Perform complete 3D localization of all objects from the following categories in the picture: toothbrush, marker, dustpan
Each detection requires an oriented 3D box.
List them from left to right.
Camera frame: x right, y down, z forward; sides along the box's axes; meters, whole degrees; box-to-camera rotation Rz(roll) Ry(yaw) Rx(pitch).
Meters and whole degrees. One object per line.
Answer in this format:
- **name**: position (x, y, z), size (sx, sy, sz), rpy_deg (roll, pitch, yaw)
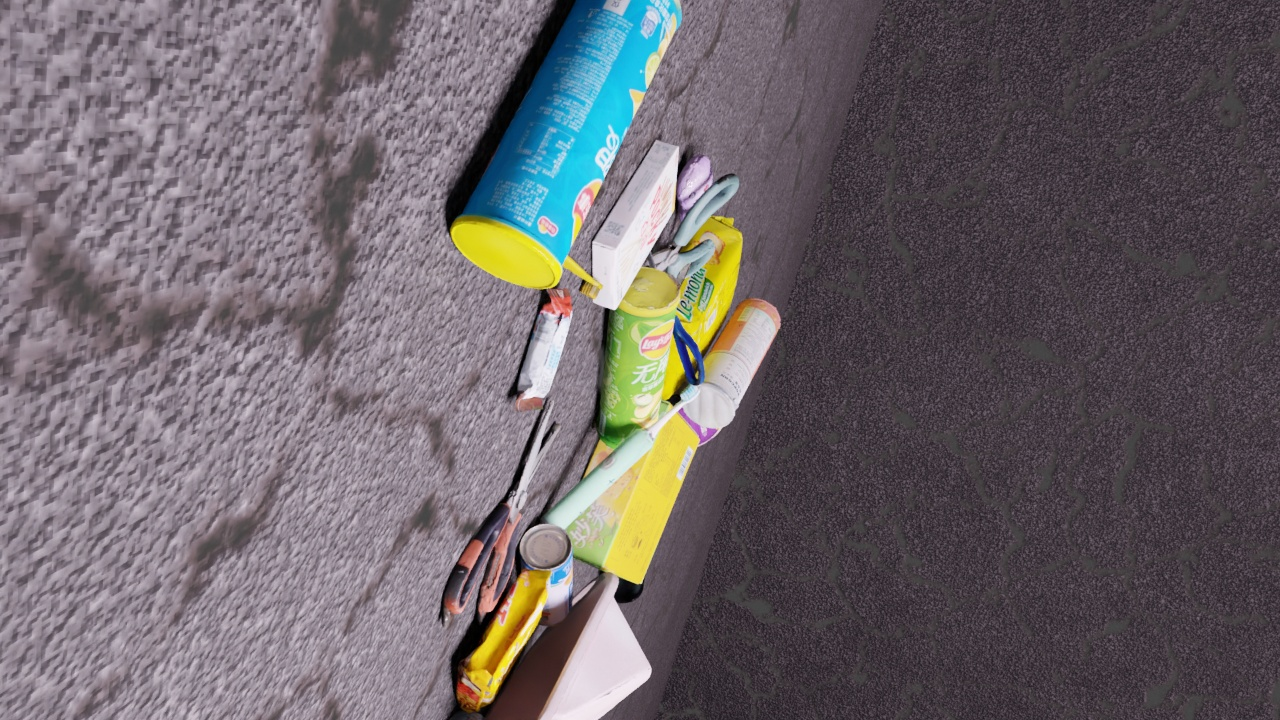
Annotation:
- **dustpan**: position (-0.115, 0.334, 0.966), size (0.223, 0.138, 0.272), rpy_deg (-46, 156, 29)
- **toothbrush**: position (-0.060, -0.075, 0.756), size (0.016, 0.016, 0.190), rpy_deg (-64, 168, -1)
- **toothbrush**: position (-0.017, 0.103, 0.979), size (0.224, 0.026, 0.027), rpy_deg (-42, 137, -11)
- **marker**: position (0.021, 0.081, 1.238), size (0.124, 0.018, 0.015), rpy_deg (-51, -152, 44)

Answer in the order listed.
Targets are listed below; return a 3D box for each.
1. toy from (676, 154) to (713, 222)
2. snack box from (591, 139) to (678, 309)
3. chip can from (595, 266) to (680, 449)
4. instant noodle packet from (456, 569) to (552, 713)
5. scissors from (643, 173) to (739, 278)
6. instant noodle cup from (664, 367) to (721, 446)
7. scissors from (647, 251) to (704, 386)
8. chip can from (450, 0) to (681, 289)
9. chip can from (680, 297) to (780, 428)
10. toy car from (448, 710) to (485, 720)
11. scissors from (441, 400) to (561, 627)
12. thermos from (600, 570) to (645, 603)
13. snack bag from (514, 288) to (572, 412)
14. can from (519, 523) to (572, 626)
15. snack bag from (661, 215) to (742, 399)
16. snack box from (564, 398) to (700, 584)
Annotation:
- **toy**: position (0.060, -0.190, 1.051), size (0.083, 0.039, 0.108), rpy_deg (-57, 165, -19)
- **snack box**: position (-0.004, -0.132, 0.886), size (0.085, 0.027, 0.156), rpy_deg (92, 22, -53)
- **chip can**: position (-0.006, 0.006, 0.981), size (0.072, 0.072, 0.222), rpy_deg (-58, 163, -45)
- **instant noodle packet**: position (-0.131, 0.266, 0.881), size (0.128, 0.044, 0.111), rpy_deg (-58, 177, -36)
- **scissors**: position (0.062, -0.148, 1.047), size (0.169, 0.019, 0.181), rpy_deg (-21, 148, -57)
- **instant noodle cup**: position (0.059, 0.051, 1.279), size (0.099, 0.112, 0.111), rpy_deg (74, 36, -53)
- **scissors**: position (0.025, -0.052, 0.979), size (0.012, 0.173, 0.163), rpy_deg (-21, -176, -26)
- **chip can**: position (-0.043, -0.151, 0.581), size (0.071, 0.071, 0.209), rpy_deg (79, 32, -67)
- **chip can**: position (0.125, -0.002, 1.225), size (0.214, 0.071, 0.071), rpy_deg (-55, 160, -47)
- **toy car**: position (-0.177, 0.368, 0.867), size (0.090, 0.043, 0.034), rpy_deg (-49, 129, -66)
- **scissors**: position (-0.122, 0.146, 0.829), size (0.188, 0.015, 0.227), rpy_deg (-35, 142, -69)
- **thermos**: position (-0.011, 0.248, 1.331), size (0.089, 0.068, 0.243), rpy_deg (-51, 158, -45)
- **snack bag**: position (-0.078, -0.009, 0.750), size (0.048, 0.026, 0.104), rpy_deg (-5, 115, -70)
- **can**: position (-0.098, 0.228, 0.964), size (0.135, 0.053, 0.053), rpy_deg (95, 19, -49)
- **snack bag**: position (0.067, -0.068, 1.203), size (0.158, 0.068, 0.245), rpy_deg (95, 19, -47)
- **snack box**: position (-0.011, 0.158, 1.130), size (0.209, 0.070, 0.157), rpy_deg (-66, 156, -12)
